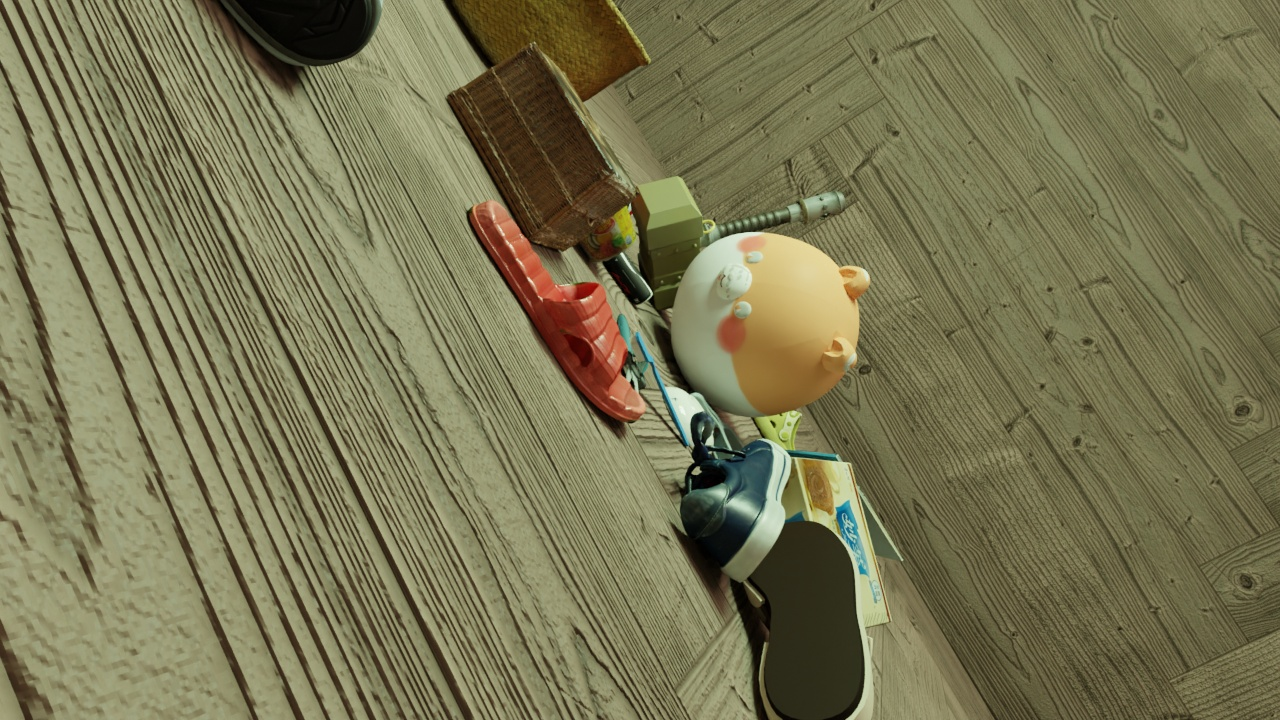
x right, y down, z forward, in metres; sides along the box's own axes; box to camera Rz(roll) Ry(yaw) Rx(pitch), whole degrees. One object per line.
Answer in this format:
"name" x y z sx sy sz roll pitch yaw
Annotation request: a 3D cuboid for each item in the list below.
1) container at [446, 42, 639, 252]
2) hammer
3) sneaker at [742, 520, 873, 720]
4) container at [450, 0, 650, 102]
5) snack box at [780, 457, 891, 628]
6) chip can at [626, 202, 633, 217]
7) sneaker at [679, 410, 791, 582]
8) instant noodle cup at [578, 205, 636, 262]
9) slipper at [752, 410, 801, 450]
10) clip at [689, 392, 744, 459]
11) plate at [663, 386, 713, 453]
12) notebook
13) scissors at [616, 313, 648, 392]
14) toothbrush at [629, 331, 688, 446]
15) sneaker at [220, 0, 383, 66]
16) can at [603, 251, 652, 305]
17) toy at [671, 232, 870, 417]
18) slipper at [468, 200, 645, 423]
"container" -0.102 -0.229 0.998 0.198 0.113 0.113 59 12 9
"hammer" 0.159 -0.207 1.417 0.190 0.324 0.100 81 -9 -46
"sneaker" 0.166 0.270 0.867 0.293 0.112 0.116 -90 167 -66
"container" -0.148 -0.525 1.377 0.307 0.197 0.306 53 13 -18
"snack box" 0.225 0.224 1.111 0.153 0.055 0.207 12 62 -50
"chip can" -0.064 -0.259 1.347 0.069 0.069 0.220 60 12 11
"sneaker" 0.086 0.121 0.963 0.127 0.121 0.294 36 13 4
"instant noodle cup" -0.057 -0.187 1.149 0.100 0.100 0.112 -95 160 -66
"slipper" 0.265 0.121 1.727 0.190 0.082 0.091 64 15 16
"clip" 0.120 0.132 1.208 0.169 0.031 0.164 46 15 -43
"plate" 0.065 0.072 1.135 0.104 0.026 0.104 54 12 -17
"notebook" 0.263 0.205 1.349 0.181 0.009 0.254 57 -19 -9
"scissors" -0.009 -0.001 1.030 0.119 0.019 0.151 47 21 -56
"toothbrush" 0.022 0.036 1.030 0.016 0.014 0.167 -93 163 -55
"sneaker" -0.273 -0.316 0.600 0.257 0.093 0.160 50 5 -30
"can" -0.017 -0.116 1.264 0.080 0.031 0.031 53 12 -22
"toy" 0.181 -0.053 1.302 0.265 0.281 0.262 39 58 -47
"slipper" -0.061 -0.049 0.837 0.249 0.059 0.103 54 12 -12
